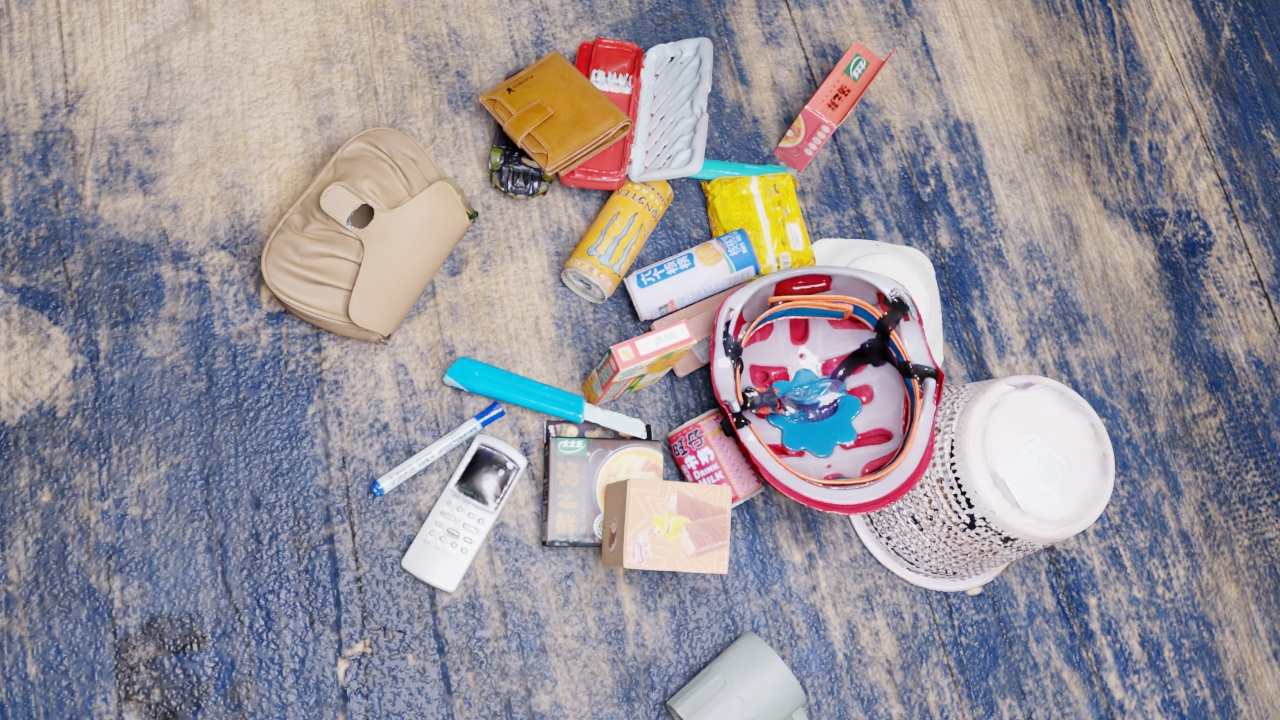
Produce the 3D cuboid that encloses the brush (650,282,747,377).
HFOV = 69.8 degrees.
[{"bbox_3d":[0.087,-0.039,0.954,0.145,0.073,0.063,-25,80,-19],"label":"brush"}]

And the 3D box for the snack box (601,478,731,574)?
[{"bbox_3d":[0.021,0.150,0.827,0.094,0.093,0.077,6,79,-13],"label":"snack box"}]

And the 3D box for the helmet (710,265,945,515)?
[{"bbox_3d":[0.173,0.037,0.884,0.207,0.144,0.239,-10,74,-1],"label":"helmet"}]

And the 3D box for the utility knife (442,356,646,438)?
[{"bbox_3d":[-0.092,0.039,0.900,0.208,0.018,0.034,17,66,6],"label":"utility knife"}]

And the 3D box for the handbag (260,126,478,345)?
[{"bbox_3d":[-0.262,-0.122,0.886,0.148,0.100,0.204,33,74,-5],"label":"handbag"}]

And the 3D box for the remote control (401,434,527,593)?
[{"bbox_3d":[-0.166,0.144,0.873,0.058,0.021,0.149,29,71,-3],"label":"remote control"}]

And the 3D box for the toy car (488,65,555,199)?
[{"bbox_3d":[-0.120,-0.245,0.982,0.070,0.042,0.158,9,70,-6],"label":"toy car"}]

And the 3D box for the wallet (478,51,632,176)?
[{"bbox_3d":[-0.093,-0.249,0.939,0.119,0.035,0.130,-34,65,-16],"label":"wallet"}]

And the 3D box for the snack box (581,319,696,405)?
[{"bbox_3d":[-0.005,0.005,0.876,0.077,0.156,0.027,-21,81,-17],"label":"snack box"}]

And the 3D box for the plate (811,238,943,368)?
[{"bbox_3d":[0.265,-0.062,1.019,0.164,0.034,0.163,3,74,-11],"label":"plate"}]

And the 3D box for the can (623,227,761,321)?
[{"bbox_3d":[0.053,-0.087,0.943,0.134,0.053,0.053,-23,80,0],"label":"can"}]

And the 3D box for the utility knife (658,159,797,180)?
[{"bbox_3d":[0.093,-0.214,1.035,0.178,0.013,0.029,4,70,-13],"label":"utility knife"}]

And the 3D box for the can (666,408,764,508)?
[{"bbox_3d":[0.073,0.102,0.913,0.066,0.067,0.093,-25,82,-18],"label":"can"}]

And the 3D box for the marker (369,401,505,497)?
[{"bbox_3d":[-0.195,0.085,0.886,0.145,0.017,0.017,-34,84,-19],"label":"marker"}]

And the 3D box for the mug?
[{"bbox_3d":[0.096,0.332,0.853,0.103,0.084,0.124,-34,109,-18],"label":"mug"}]

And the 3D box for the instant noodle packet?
[{"bbox_3d":[0.128,-0.142,1.007,0.110,0.044,0.128,-6,72,-8],"label":"instant noodle packet"}]

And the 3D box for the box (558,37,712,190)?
[{"bbox_3d":[-0.004,-0.268,0.979,0.161,0.050,0.200,1,60,10],"label":"box"}]

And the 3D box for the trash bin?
[{"bbox_3d":[0.340,0.109,0.905,0.227,0.192,0.227,3,74,-11],"label":"trash bin"}]

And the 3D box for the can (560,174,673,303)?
[{"bbox_3d":[-0.023,-0.133,0.963,0.058,0.058,0.145,32,70,-2],"label":"can"}]

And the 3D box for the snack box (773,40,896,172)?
[{"bbox_3d":[0.213,-0.288,1.022,0.044,0.127,0.113,37,69,0],"label":"snack box"}]

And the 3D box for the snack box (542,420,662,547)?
[{"bbox_3d":[-0.038,0.119,0.897,0.113,0.053,0.125,2,79,-12],"label":"snack box"}]
